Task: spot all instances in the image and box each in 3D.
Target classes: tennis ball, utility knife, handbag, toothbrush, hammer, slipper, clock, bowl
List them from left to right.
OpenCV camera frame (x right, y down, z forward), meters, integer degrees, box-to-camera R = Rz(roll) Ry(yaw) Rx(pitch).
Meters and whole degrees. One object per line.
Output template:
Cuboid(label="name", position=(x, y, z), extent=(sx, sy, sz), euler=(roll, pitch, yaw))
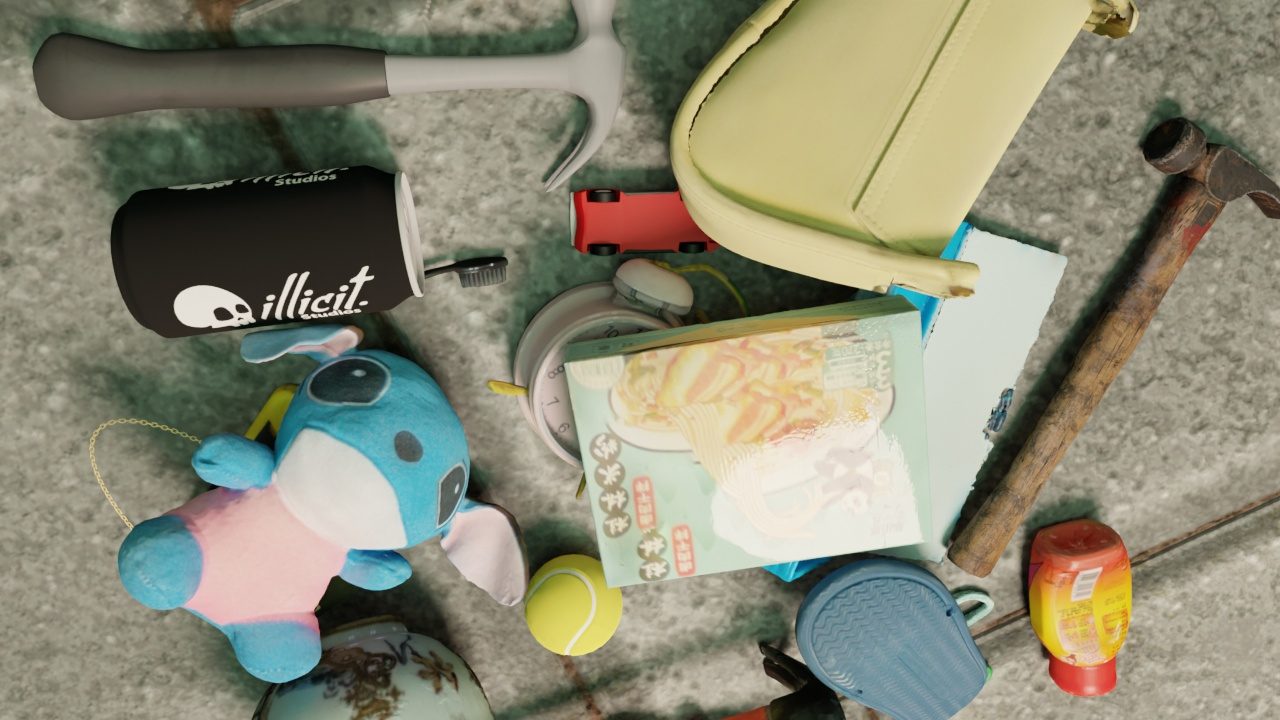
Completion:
Cuboid(label="handbag", position=(-0.255, 0.101, 0.558), extent=(0.084, 0.027, 0.178), euler=(-35, 121, 0))
Cuboid(label="utility knife", position=(-0.258, 0.088, 0.575), extent=(0.029, 0.020, 0.175), euler=(34, 101, -17))
Cuboid(label="hammer", position=(-0.162, -0.153, 0.504), extent=(0.310, 0.029, 0.125), euler=(-4, 109, -8))
Cuboid(label="toothbrush", position=(-0.171, -0.038, 0.549), extent=(0.188, 0.014, 0.017), euler=(-12, 118, -5))
Cuboid(label="bowl", position=(-0.176, 0.219, 0.581), extent=(0.160, 0.160, 0.094), euler=(-20, 70, -2))
Cuboid(label="tennis ball", position=(-0.045, 0.162, 0.610), extent=(0.065, 0.065, 0.065), euler=(-3, 109, -9))
Cuboid(label="hammer", position=(-0.025, 0.272, 0.635), extent=(0.333, 0.133, 0.033), euler=(-11, 113, 4))
Cuboid(label="clock", position=(-0.003, 0.003, 0.567), extent=(0.158, 0.058, 0.117), euler=(-35, 110, 3))
Cuboid(label="handbag", position=(0.134, -0.145, 0.500), extent=(0.191, 0.088, 0.232), euler=(33, 87, 3))
Cuboid(label="slipper", position=(0.182, 0.197, 0.649), extent=(0.104, 0.059, 0.213), euler=(-43, 126, 6))
Cuboid(label="hammer", position=(0.318, 0.011, 0.633), extent=(0.120, 0.033, 0.331), euler=(25, 101, -17))

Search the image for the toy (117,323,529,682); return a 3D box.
Cuboid(label="toy", position=(-0.175, 0.091, 0.532), extent=(0.191, 0.099, 0.224), euler=(-46, 119, -19))

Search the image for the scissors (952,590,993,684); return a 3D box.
Cuboid(label="scissors", position=(0.222, 0.217, 0.702), extent=(0.127, 0.011, 0.123), euler=(17, 104, -16))

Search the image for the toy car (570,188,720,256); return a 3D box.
Cuboid(label="toy car", position=(0.003, -0.085, 0.556), extent=(0.089, 0.025, 0.038), euler=(-3, 108, -9))

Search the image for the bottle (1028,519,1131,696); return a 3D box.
Cuboid(label="bottle", position=(0.331, 0.189, 0.691), extent=(0.071, 0.048, 0.134), euler=(-13, 110, -5))

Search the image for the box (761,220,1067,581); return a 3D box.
Cuboid(label="box", position=(0.173, 0.025, 0.613), extent=(0.175, 0.060, 0.244), euler=(5, 109, -37))

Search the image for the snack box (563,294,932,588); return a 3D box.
Cuboid(label="snack box", position=(0.063, 0.047, 0.526), extent=(0.193, 0.044, 0.141), euler=(-9, 108, 2))

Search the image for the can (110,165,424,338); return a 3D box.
Cuboid(label="can", position=(-0.198, -0.060, 0.501), extent=(0.146, 0.080, 0.080), euler=(-8, 110, -7))
